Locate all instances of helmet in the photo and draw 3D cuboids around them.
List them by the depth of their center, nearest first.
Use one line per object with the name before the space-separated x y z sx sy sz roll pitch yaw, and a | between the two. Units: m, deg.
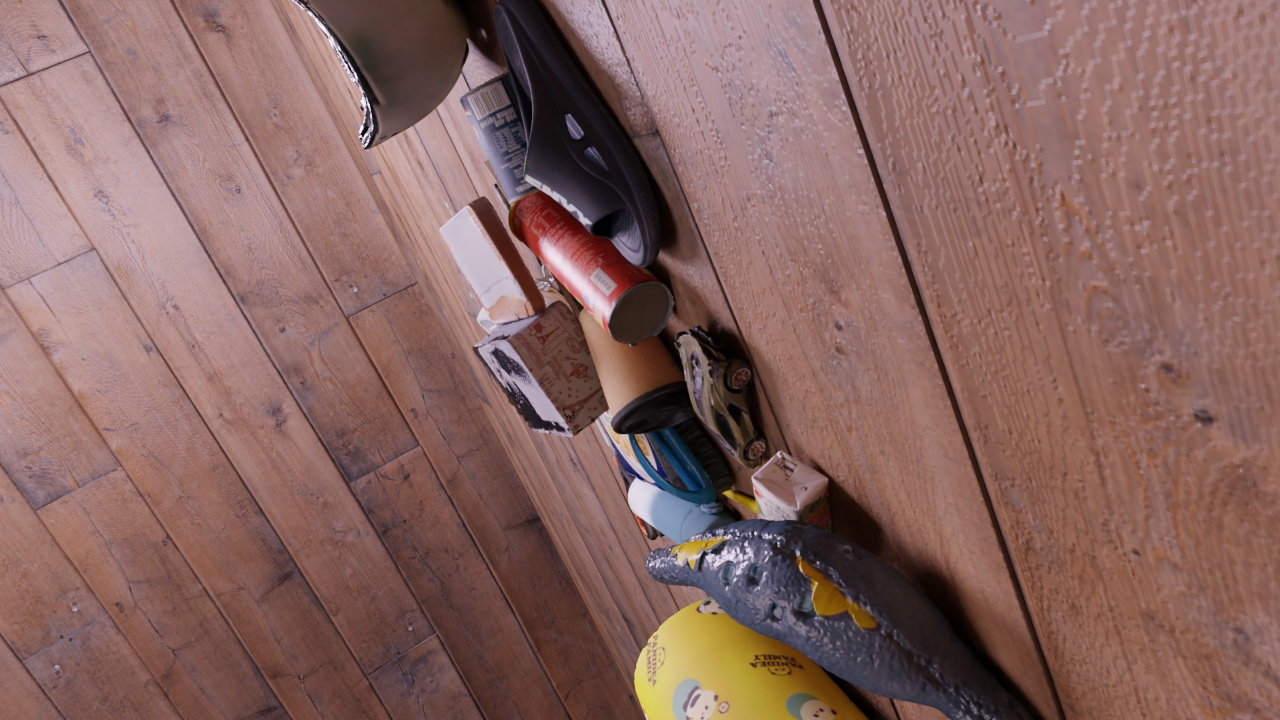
helmet | -0.264 -0.360 0.948 0.274 0.157 0.230 -121 9 -50

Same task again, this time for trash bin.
trash bin | 0.123 0.399 0.968 0.255 0.229 0.230 48 161 56

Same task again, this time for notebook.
notebook | -0.108 -0.125 1.069 0.211 0.012 0.149 59 -178 6

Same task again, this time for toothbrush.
toothbrush | 0.100 0.145 0.942 0.016 0.016 0.190 63 165 -12

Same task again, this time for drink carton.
drink carton | 0.130 0.133 0.768 0.053 0.045 0.123 32 152 37

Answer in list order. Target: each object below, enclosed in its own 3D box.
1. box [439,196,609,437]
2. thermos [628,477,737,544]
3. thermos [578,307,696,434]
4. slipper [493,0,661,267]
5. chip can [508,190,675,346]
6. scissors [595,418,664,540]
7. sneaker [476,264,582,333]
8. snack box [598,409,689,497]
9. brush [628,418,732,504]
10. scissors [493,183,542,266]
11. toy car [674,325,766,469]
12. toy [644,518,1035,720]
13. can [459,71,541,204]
box | -0.139 -0.045 1.010 0.261 0.082 0.177 58 160 -12
thermos | 0.051 0.182 1.086 0.070 0.070 0.221 64 164 -13
thermos | -0.005 0.005 0.914 0.093 0.093 0.143 99 148 -67
slipper | -0.074 -0.186 0.787 0.268 0.083 0.111 61 167 6
chip can | -0.053 -0.100 0.894 0.216 0.073 0.073 46 159 42
scissors | -0.015 0.154 1.271 0.204 0.021 0.225 34 146 63
sneaker | -0.126 -0.068 1.184 0.089 0.090 0.243 44 161 -26
snack box | -0.009 0.063 1.097 0.182 0.045 0.178 63 164 -11
brush | 0.032 0.091 0.961 0.144 0.073 0.055 55 159 22
scissors | -0.139 -0.152 1.086 0.181 0.014 0.159 60 -177 39
toy car | 0.071 0.037 0.801 0.070 0.042 0.158 43 159 50
toy | 0.138 0.188 0.682 0.357 0.091 0.138 22 138 35
can | -0.116 -0.216 0.877 0.111 0.075 0.075 65 165 -13
